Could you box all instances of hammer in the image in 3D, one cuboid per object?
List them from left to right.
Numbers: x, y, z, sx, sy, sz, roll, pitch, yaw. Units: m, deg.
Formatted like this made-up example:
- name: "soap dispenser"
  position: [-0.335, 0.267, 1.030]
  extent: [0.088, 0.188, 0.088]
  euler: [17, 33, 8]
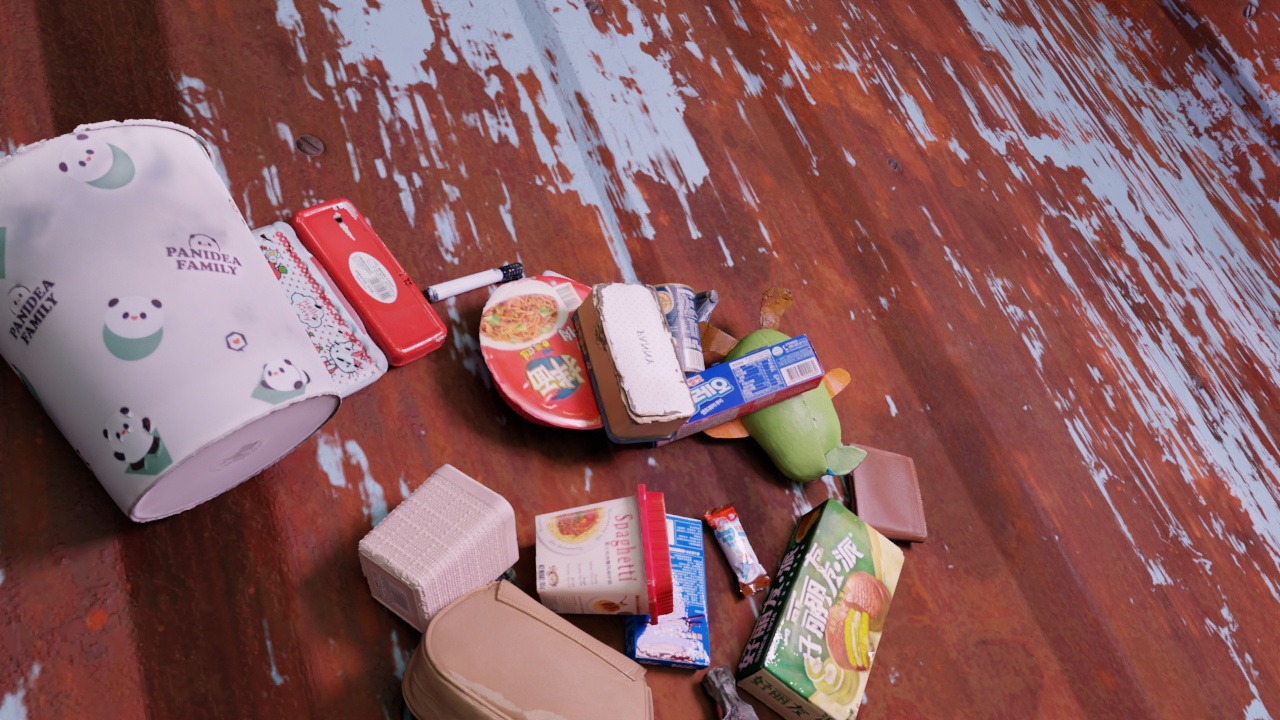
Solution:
- name: "hammer"
  position: [-0.026, 0.366, 0.811]
  extent: [0.322, 0.032, 0.126]
  euler: [-4, 44, -30]

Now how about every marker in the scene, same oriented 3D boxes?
- name: "marker"
  position: [-0.187, -0.088, 1.042]
  extent: [0.130, 0.018, 0.022]
  euler: [-24, 83, -40]

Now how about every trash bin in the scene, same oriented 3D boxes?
- name: "trash bin"
  position: [-0.393, -0.023, 0.749]
  extent: [0.228, 0.230, 0.252]
  euler: [-31, 85, -41]

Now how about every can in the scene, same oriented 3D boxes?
- name: "can"
  position: [0.033, -0.025, 1.081]
  extent: [0.075, 0.075, 0.111]
  euler: [4, 69, -29]

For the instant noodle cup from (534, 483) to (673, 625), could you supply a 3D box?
- name: "instant noodle cup"
  position: [-0.034, 0.189, 0.875]
  extent: [0.124, 0.117, 0.116]
  euler: [-5, 58, 0]

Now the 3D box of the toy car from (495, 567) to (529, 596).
- name: "toy car"
  position: [-0.120, 0.238, 0.853]
  extent: [0.048, 0.031, 0.105]
  euler: [-33, 77, -37]

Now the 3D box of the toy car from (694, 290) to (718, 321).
- name: "toy car"
  position: [0.067, -0.058, 1.159]
  extent: [0.090, 0.043, 0.034]
  euler: [-51, 119, -39]

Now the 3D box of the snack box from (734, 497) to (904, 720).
- name: "snack box"
  position: [0.200, 0.275, 0.999]
  extent: [0.114, 0.063, 0.239]
  euler: [37, 49, -3]

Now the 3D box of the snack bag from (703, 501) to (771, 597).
- name: "snack bag"
  position: [0.107, 0.207, 1.014]
  extent: [0.045, 0.026, 0.105]
  euler: [-13, 69, -40]

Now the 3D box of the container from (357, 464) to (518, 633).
- name: "container"
  position: [-0.180, 0.169, 0.814]
  extent: [0.090, 0.090, 0.110]
  euler: [26, 46, 26]

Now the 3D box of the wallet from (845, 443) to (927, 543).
- name: "wallet"
  position: [0.305, 0.169, 1.158]
  extent: [0.101, 0.032, 0.124]
  euler: [14, 53, -19]

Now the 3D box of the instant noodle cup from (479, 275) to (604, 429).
- name: "instant noodle cup"
  position: [-0.093, 0.001, 1.006]
  extent: [0.193, 0.066, 0.193]
  euler: [15, 54, -22]

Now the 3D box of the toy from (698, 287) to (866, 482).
- name: "toy"
  position: [0.166, 0.041, 1.119]
  extent: [0.226, 0.090, 0.246]
  euler: [-21, 78, -22]

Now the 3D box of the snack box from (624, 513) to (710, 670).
- name: "snack box"
  position: [0.026, 0.235, 0.946]
  extent: [0.084, 0.026, 0.156]
  euler: [14, 54, -22]

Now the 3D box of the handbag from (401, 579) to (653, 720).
- name: "handbag"
  position: [-0.089, 0.277, 0.760]
  extent: [0.204, 0.100, 0.147]
  euler: [31, 27, 4]

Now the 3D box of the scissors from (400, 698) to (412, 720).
- name: "scissors"
  position: [-0.115, 0.323, 0.779]
  extent: [0.180, 0.019, 0.139]
  euler: [39, 41, 22]

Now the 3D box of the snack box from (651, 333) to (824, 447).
- name: "snack box"
  position: [0.101, 0.035, 1.041]
  extent: [0.207, 0.058, 0.057]
  euler: [-20, 72, -6]

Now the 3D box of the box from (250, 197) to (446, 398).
- name: "box"
  position: [-0.312, -0.067, 0.939]
  extent: [0.157, 0.038, 0.201]
  euler: [-32, 80, -40]

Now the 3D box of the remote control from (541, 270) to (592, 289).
- name: "remote control"
  position: [-0.062, -0.061, 1.096]
  extent: [0.136, 0.020, 0.055]
  euler: [22, 52, -20]

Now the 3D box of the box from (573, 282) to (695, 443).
- name: "box"
  position: [-0.006, 0.006, 0.975]
  extent: [0.089, 0.060, 0.184]
  euler: [1, 62, -30]
